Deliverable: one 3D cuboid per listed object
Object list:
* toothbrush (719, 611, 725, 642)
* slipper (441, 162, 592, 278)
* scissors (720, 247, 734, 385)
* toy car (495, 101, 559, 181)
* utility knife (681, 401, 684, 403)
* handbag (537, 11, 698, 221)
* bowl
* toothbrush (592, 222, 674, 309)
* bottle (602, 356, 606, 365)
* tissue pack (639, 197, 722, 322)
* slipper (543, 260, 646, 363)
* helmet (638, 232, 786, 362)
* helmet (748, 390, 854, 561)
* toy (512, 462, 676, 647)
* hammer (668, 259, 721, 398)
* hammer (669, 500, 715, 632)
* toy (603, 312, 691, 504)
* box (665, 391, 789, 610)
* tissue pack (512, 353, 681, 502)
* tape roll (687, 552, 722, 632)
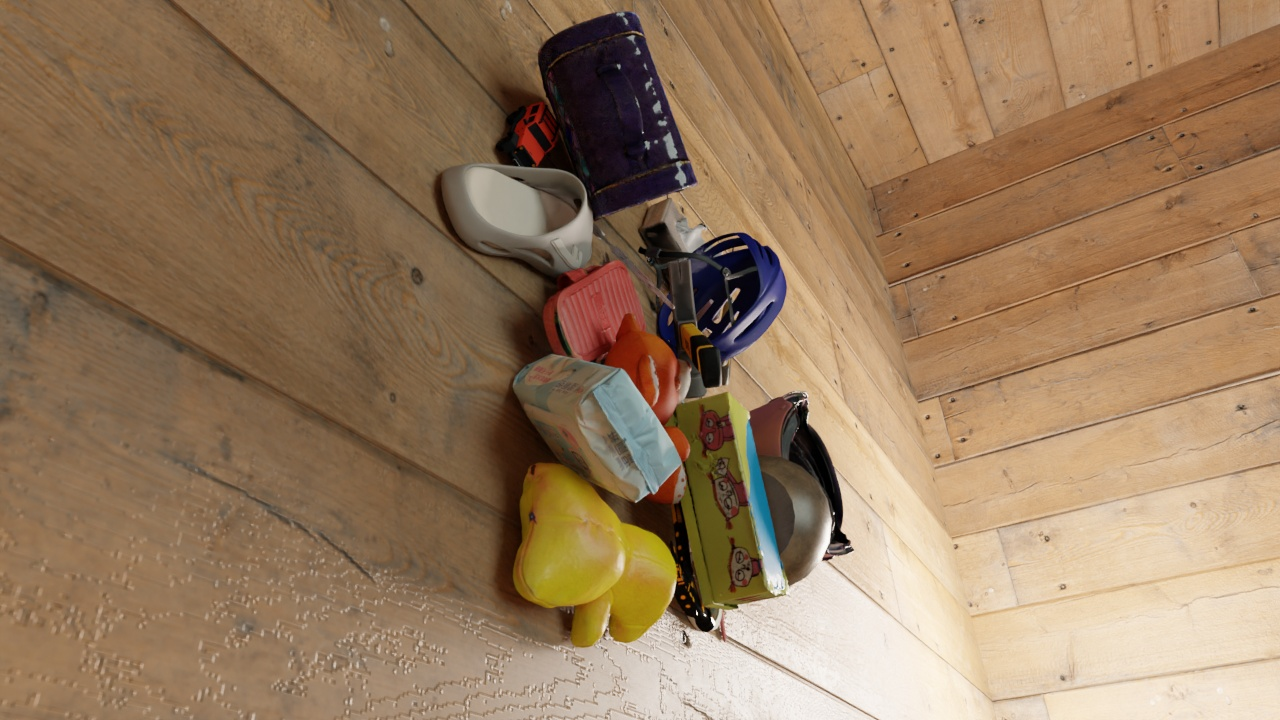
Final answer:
[{"bbox_3d":[0.093,0.257,1.146,0.015,0.016,0.184,40,38,-61],"label":"toothbrush"},{"bbox_3d":[-0.101,-0.157,0.962,0.265,0.081,0.113,7,63,-64],"label":"slipper"},{"bbox_3d":[0.135,-0.071,1.414,0.134,0.016,0.227,78,17,-56],"label":"scissors"},{"bbox_3d":[-0.122,-0.249,1.026,0.051,0.049,0.100,53,29,-34],"label":"toy car"},{"bbox_3d":[0.068,0.094,1.147,0.219,0.019,0.030,74,2,-52],"label":"utility knife"},{"bbox_3d":[-0.026,-0.273,1.066,0.222,0.125,0.205,-178,-113,-84],"label":"handbag"},{"bbox_3d":[0.139,0.190,1.090,0.070,0.162,0.162,26,49,-59],"label":"bowl"},{"bbox_3d":[-0.013,-0.116,1.099,0.181,0.010,0.010,47,11,30],"label":"toothbrush"},{"bbox_3d":[-0.007,0.006,1.103,0.112,0.030,0.030,2,71,-65],"label":"bottle"},{"bbox_3d":[0.073,-0.151,1.363,0.181,0.071,0.103,56,28,-22],"label":"tissue pack"},{"bbox_3d":[-0.057,-0.049,0.994,0.248,0.059,0.103,-30,105,-68],"label":"slipper"},{"bbox_3d":[0.092,-0.108,1.225,0.241,0.148,0.228,-56,135,-22],"label":"helmet"},{"bbox_3d":[0.193,0.171,1.258,0.255,0.153,0.230,-5,73,-68],"label":"helmet"},{"bbox_3d":[-0.038,0.182,0.829,0.194,0.088,0.134,46,37,-45],"label":"toy"},{"bbox_3d":[0.060,-0.020,0.999,0.324,0.034,0.170,-102,-175,-82],"label":"hammer"},{"bbox_3d":[0.038,0.139,1.030,0.319,0.036,0.123,-96,164,-46],"label":"hammer"},{"bbox_3d":[0.004,0.046,0.943,0.163,0.092,0.173,-115,-157,-53],"label":"toy"},{"bbox_3d":[0.094,0.157,1.007,0.124,0.082,0.220,35,43,-66],"label":"box"},{"bbox_3d":[-0.048,0.057,0.835,0.069,0.182,0.112,-41,112,-20],"label":"tissue pack"},{"bbox_3d":[0.071,0.273,1.085,0.093,0.013,0.092,47,33,-44],"label":"tape roll"}]
